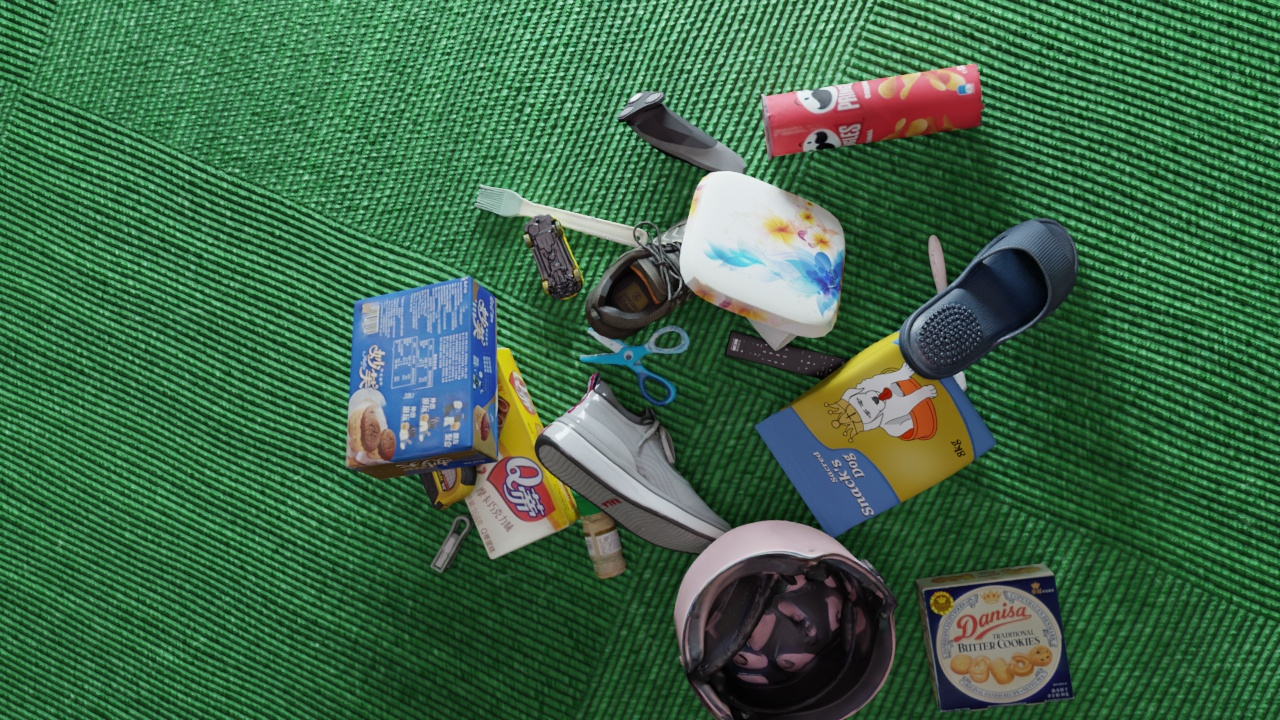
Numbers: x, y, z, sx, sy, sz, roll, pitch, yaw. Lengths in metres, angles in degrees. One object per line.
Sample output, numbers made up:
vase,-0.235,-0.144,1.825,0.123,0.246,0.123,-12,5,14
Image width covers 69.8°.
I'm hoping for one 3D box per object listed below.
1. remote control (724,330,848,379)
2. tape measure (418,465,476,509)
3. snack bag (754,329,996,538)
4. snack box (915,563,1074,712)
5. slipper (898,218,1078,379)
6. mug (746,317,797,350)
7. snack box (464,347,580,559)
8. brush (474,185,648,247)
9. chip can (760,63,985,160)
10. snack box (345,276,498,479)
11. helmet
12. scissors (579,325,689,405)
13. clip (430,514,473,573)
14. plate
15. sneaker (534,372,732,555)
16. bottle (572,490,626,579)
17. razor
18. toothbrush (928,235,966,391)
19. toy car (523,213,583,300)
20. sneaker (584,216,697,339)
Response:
remote control,0.170,-0.004,1.071,0.140,0.009,0.030,14,94,8
tape measure,-0.219,0.132,1.059,0.064,0.037,0.065,-36,72,14
snack bag,0.254,0.080,1.009,0.205,0.102,0.159,-34,88,5
snack box,0.394,0.311,1.028,0.144,0.042,0.145,-10,91,9
slipper,0.382,-0.070,0.952,0.263,0.083,0.101,-35,88,-21
mug,0.165,-0.079,1.044,0.114,0.081,0.087,-37,78,-23
snack box,-0.168,0.109,1.102,0.110,0.061,0.230,-24,87,9
brush,-0.095,-0.172,1.109,0.218,0.012,0.033,16,94,7
chip can,0.254,-0.276,1.020,0.233,0.073,0.073,-6,90,8
snack box,-0.246,0.021,1.041,0.155,0.069,0.202,-10,68,15
helmet,0.150,0.283,1.004,0.255,0.152,0.230,34,99,-20
scissors,-0.010,0.007,1.099,0.140,0.013,0.114,-3,89,7
clip,-0.233,0.225,1.125,0.023,0.049,0.078,28,102,5
plate,0.140,-0.122,1.000,0.187,0.016,0.186,20,58,-9
sneaker,0.011,0.126,1.066,0.263,0.097,0.128,36,59,-10
bottle,-0.048,0.202,1.096,0.043,0.043,0.111,-15,90,9
razor,0.051,-0.256,1.063,0.156,0.060,0.057,35,53,-9
toothbrush,0.347,-0.053,1.038,0.016,0.018,0.181,-10,89,8
toy car,-0.104,-0.125,1.100,0.049,0.030,0.107,-20,96,10
sneaker,0.033,-0.109,1.021,0.238,0.143,0.101,-32,86,5
